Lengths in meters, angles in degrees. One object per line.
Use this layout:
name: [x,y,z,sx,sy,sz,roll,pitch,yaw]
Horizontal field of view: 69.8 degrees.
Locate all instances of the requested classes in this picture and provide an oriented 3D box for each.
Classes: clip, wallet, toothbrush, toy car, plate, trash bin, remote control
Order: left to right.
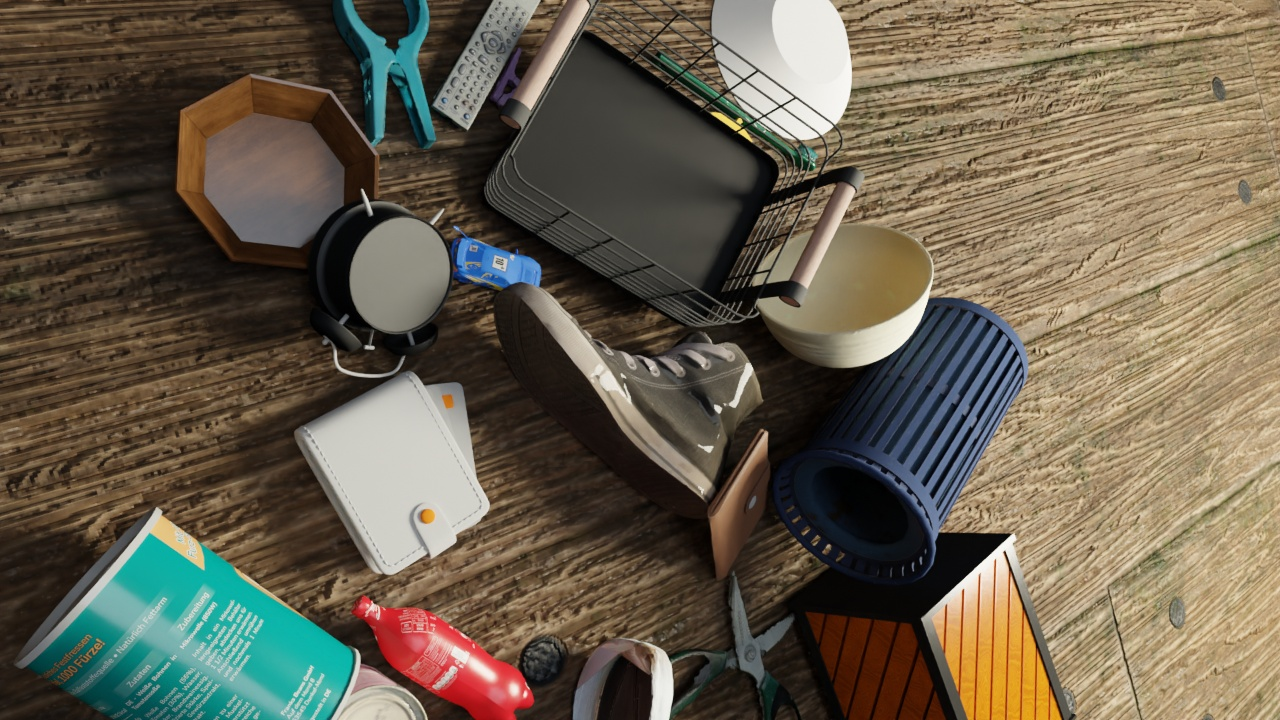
plate: [-0.237,-0.121,0.603,0.131,0.025,0.131,5,81,-32]
clip: [-0.194,-0.215,0.643,0.120,0.030,0.130,14,75,-35]
wallet: [-0.153,0.071,0.625,0.115,0.038,0.118,-32,97,-31]
remote control: [-0.116,-0.237,0.700,0.033,0.013,0.136,33,68,-25]
toy car: [-0.103,-0.073,0.659,0.092,0.062,0.033,16,75,-30]
clip: [-0.097,-0.215,0.711,0.029,0.013,0.050,39,68,-21]
toothbrush: [0.090,-0.224,0.827,0.189,0.016,0.017,27,73,-27]
wallet: [0.081,0.118,0.735,0.087,0.013,0.121,-53,154,-26]
plate: [0.148,-0.298,0.861,0.173,0.036,0.174,5,81,-32]
trash bin: [0.236,0.057,0.802,0.248,0.140,0.139,-45,107,-35]
trash bin: [0.249,0.257,0.786,0.139,0.140,0.172,-25,97,-36]

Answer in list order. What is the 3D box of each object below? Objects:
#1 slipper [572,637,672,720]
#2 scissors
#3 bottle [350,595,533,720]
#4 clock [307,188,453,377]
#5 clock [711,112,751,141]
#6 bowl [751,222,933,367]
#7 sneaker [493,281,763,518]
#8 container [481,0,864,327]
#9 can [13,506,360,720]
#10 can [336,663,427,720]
slipper: [-0.016,0.332,0.640,0.063,0.111,0.263,21,69,-35]
scissors: [0.068,0.282,0.750,0.205,0.015,0.201,-12,89,-32]
bottle: [-0.134,0.201,0.617,0.141,0.042,0.041,41,64,-21]
clock: [-0.171,-0.047,0.609,0.091,0.043,0.121,7,99,-49]
clock: [0.056,-0.164,0.785,0.129,0.044,0.099,-30,100,-39]
bowl: [0.177,-0.046,0.798,0.150,0.151,0.075,-46,138,-28]
sneaker: [-0.004,0.004,0.695,0.234,0.095,0.119,42,62,-18]
container: [0.017,-0.141,0.670,0.241,0.130,0.162,30,80,-16]
can: [-0.248,0.166,0.515,0.144,0.099,0.099,44,63,-20]
can: [-0.174,0.227,0.567,0.067,0.076,0.067,4,82,-31]
